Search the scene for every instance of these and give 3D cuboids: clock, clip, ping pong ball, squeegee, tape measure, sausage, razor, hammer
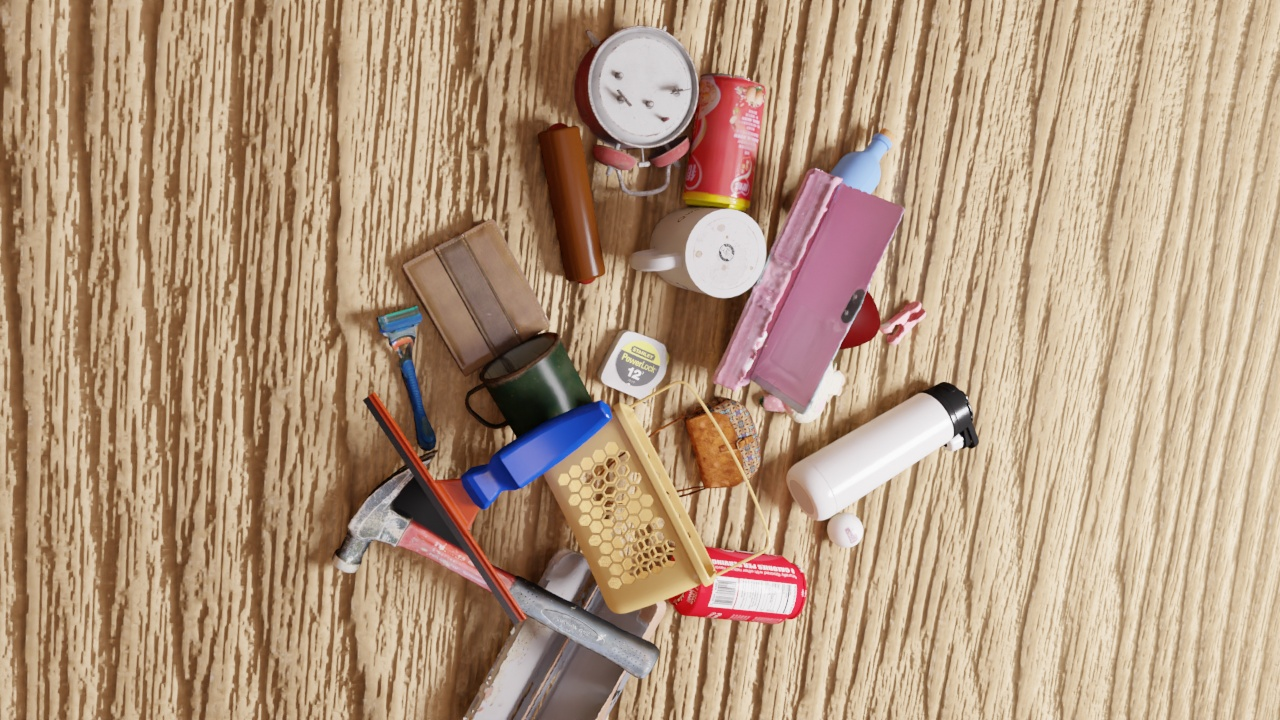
[{"bbox_3d":[0.000,-0.238,0.875,0.109,0.062,0.157,-10,104,-18],"label":"clock"},{"bbox_3d":[0.300,-0.039,1.041,0.060,0.023,0.044,-22,111,-13],"label":"clip"},{"bbox_3d":[0.235,0.194,1.052,0.040,0.040,0.040,-4,101,-19],"label":"ping pong ball"},{"bbox_3d":[-0.105,0.090,0.831,0.185,0.055,0.249,-32,94,14],"label":"squeegee"},{"bbox_3d":[-0.006,0.005,0.943,0.064,0.017,0.065,24,92,-22],"label":"tape measure"},{"bbox_3d":[-0.066,-0.149,0.882,0.040,0.040,0.156,-14,105,-17],"label":"sausage"},{"bbox_3d":[-0.218,0.020,0.870,0.043,0.018,0.141,-20,110,-35],"label":"razor"},{"bbox_3d":[-0.123,0.212,0.890,0.326,0.036,0.140,31,95,-8],"label":"hammer"}]

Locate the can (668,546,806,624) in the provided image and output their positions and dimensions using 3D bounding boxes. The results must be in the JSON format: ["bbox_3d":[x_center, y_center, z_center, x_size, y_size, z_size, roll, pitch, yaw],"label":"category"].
[{"bbox_3d":[0.103,0.244,0.996,0.142,0.074,0.074,11,96,-21],"label":"can"}]

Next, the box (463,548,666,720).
[{"bbox_3d":[-0.078,0.311,0.938,0.115,0.095,0.217,29,90,21],"label":"box"}]

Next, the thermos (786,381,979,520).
[{"bbox_3d":[0.280,0.111,1.042,0.229,0.068,0.101,-28,121,-14],"label":"thermos"}]

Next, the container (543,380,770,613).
[{"bbox_3d":[0.018,0.131,0.884,0.167,0.129,0.183,-29,80,6],"label":"container"}]

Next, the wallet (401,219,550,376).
[{"bbox_3d":[-0.155,-0.061,0.871,0.098,0.027,0.121,-31,104,-10],"label":"wallet"}]

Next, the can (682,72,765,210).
[{"bbox_3d":[0.083,-0.213,0.906,0.066,0.067,0.124,5,98,-20],"label":"can"}]

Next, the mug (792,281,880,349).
[{"bbox_3d":[0.220,-0.061,0.979,0.088,0.087,0.114,19,96,-39],"label":"mug"}]

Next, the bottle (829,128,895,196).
[{"bbox_3d":[0.224,-0.190,0.971,0.048,0.048,0.131,39,86,-22],"label":"bottle"}]

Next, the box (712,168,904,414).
[{"bbox_3d":[0.171,-0.064,0.913,0.107,0.099,0.233,27,104,13],"label":"box"}]

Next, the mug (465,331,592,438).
[{"bbox_3d":[-0.110,0.035,0.880,0.111,0.085,0.081,-26,110,4],"label":"mug"}]

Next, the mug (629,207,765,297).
[{"bbox_3d":[0.047,-0.105,0.898,0.119,0.096,0.083,-11,104,-17],"label":"mug"}]

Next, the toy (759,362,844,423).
[{"bbox_3d":[0.182,0.025,1.000,0.112,0.050,0.087,3,99,-14],"label":"toy"}]

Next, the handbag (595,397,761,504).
[{"bbox_3d":[0.033,0.109,0.968,0.195,0.043,0.093,-19,104,-12],"label":"handbag"}]
